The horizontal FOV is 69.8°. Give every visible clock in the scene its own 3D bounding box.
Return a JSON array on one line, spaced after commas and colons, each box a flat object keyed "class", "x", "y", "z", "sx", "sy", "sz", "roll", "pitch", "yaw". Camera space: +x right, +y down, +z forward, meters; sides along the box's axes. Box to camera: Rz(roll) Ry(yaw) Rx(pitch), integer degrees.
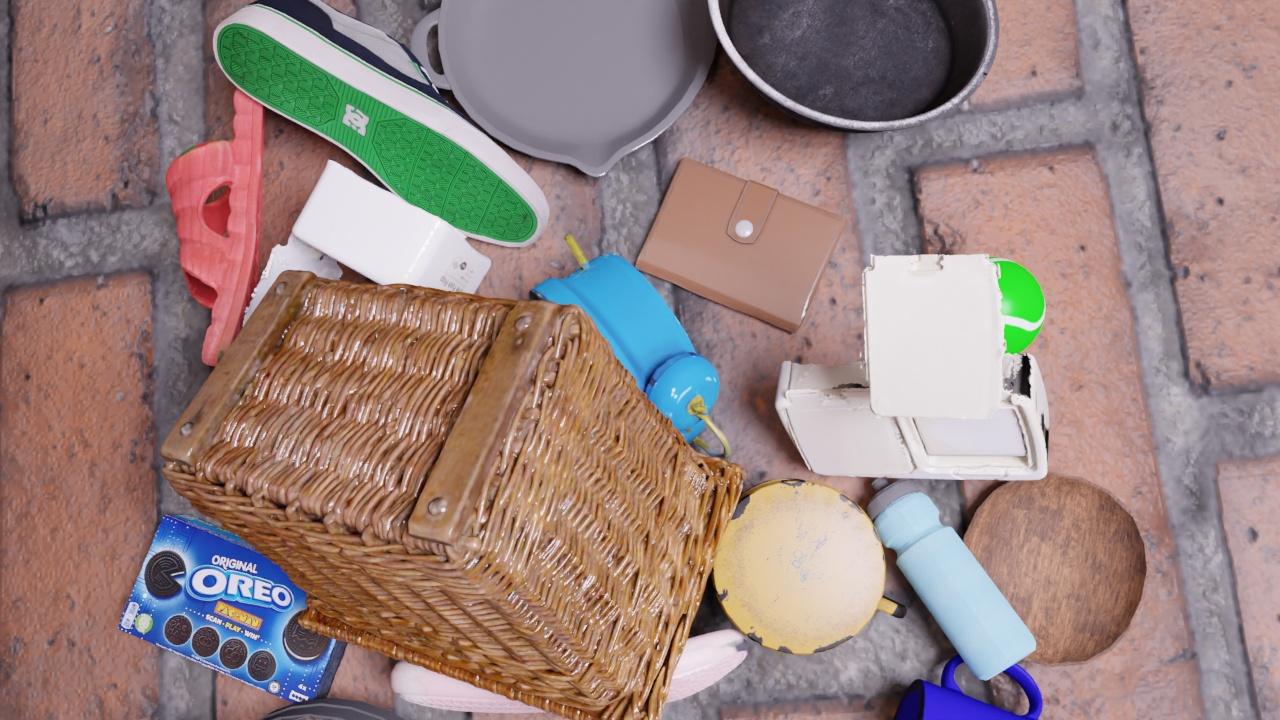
[{"class": "clock", "x": -0.003, "y": 0.003, "z": 0.570, "sx": 0.060, "sy": 0.117, "sz": 0.161, "roll": -38, "pitch": 80, "yaw": -13}]

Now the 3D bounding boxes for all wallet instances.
[{"class": "wallet", "x": 0.067, "y": -0.080, "z": 0.622, "sx": 0.121, "sy": 0.013, "sz": 0.087, "roll": 23, "pitch": 85, "yaw": 10}]

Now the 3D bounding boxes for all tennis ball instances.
[{"class": "tennis ball", "x": 0.216, "y": -0.032, "z": 0.571, "sx": 0.065, "sy": 0.065, "sz": 0.065, "roll": -1, "pitch": 81, "yaw": 6}]

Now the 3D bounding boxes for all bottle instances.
[{"class": "bottle", "x": 0.180, "y": 0.125, "z": 0.552, "sx": 0.040, "sy": 0.040, "sz": 0.130, "roll": -32, "pitch": 62, "yaw": 1}]

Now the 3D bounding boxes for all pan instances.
[{"class": "pan", "x": 0.171, "y": -0.294, "z": 0.615, "sx": 0.187, "sy": 0.055, "sz": 0.356, "roll": 26, "pitch": 70, "yaw": 4}, {"class": "pan", "x": 0.017, "y": -0.239, "z": 0.646, "sx": 0.354, "sy": 0.024, "sz": 0.216, "roll": -9, "pitch": 81, "yaw": 0}]

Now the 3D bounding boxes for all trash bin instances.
[{"class": "trash bin", "x": -0.216, "y": 0.320, "z": 0.468, "sx": 0.218, "sy": 0.227, "sz": 0.217, "roll": 0, "pitch": 89, "yaw": 14}]

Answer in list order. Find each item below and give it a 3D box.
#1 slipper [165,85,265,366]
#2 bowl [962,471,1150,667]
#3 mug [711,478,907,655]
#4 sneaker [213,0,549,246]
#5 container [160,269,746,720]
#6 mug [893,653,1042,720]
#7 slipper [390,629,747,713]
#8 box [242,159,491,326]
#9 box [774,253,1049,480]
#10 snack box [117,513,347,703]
[{"class": "slipper", "x": -0.288, "y": -0.114, "z": 0.623, "sx": 0.059, "sy": 0.104, "sz": 0.248, "roll": 5, "pitch": 73, "yaw": -21}, {"class": "bowl", "x": 0.250, "y": 0.126, "z": 0.560, "sx": 0.102, "sy": 0.026, "sz": 0.114, "roll": 19, "pitch": 87, "yaw": 23}, {"class": "mug", "x": 0.102, "y": 0.125, "z": 0.546, "sx": 0.124, "sy": 0.094, "sz": 0.100, "roll": 24, "pitch": 85, "yaw": 10}, {"class": "sneaker", "x": -0.155, "y": -0.167, "z": 0.615, "sx": 0.235, "sy": 0.084, "sz": 0.078, "roll": 33, "pitch": 50, "yaw": -11}, {"class": "container", "x": -0.104, "y": 0.063, "z": 0.481, "sx": 0.250, "sy": 0.183, "sz": 0.161, "roll": 7, "pitch": 58, "yaw": 29}, {"class": "mug", "x": 0.196, "y": 0.224, "z": 0.534, "sx": 0.083, "sy": 0.079, "sz": 0.111, "roll": 18, "pitch": 60, "yaw": 9}, {"class": "slipper", "x": -0.044, "y": 0.183, "z": 0.557, "sx": 0.222, "sy": 0.107, "sz": 0.055, "roll": -9, "pitch": 64, "yaw": 12}, {"class": "box", "x": -0.189, "y": -0.045, "z": 0.600, "sx": 0.121, "sy": 0.109, "sz": 0.136, "roll": 28, "pitch": 84, "yaw": 10}, {"class": "box", "x": 0.134, "y": 0.027, "z": 0.491, "sx": 0.144, "sy": 0.186, "sz": 0.070, "roll": -4, "pitch": 55, "yaw": 30}, {"class": "snack box", "x": -0.267, "y": 0.166, "z": 0.618, "sx": 0.150, "sy": 0.027, "sz": 0.082, "roll": 18, "pitch": 84, "yaw": 9}]
